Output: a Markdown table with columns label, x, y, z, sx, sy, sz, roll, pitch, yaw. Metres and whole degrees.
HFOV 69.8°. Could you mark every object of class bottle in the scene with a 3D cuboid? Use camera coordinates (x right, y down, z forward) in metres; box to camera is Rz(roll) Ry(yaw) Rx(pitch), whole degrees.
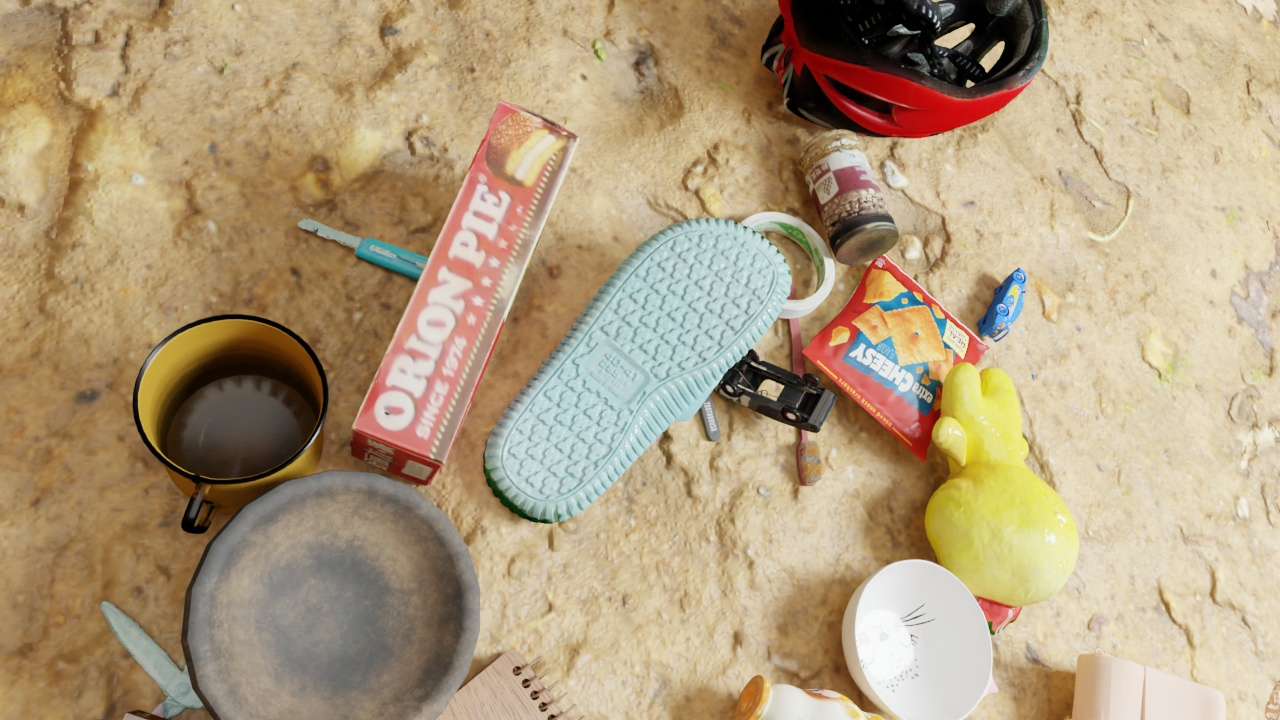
| label | x | y | z | sx | sy | sz | roll | pitch | yaw |
| --- | --- | --- | --- | --- | --- | --- | --- | --- | --- |
| bottle | 0.118 | 0.253 | 0.621 | 0.109 | 0.063 | 0.063 | 30 | 63 | -7 |
| bottle | 0.177 | -0.140 | 0.786 | 0.056 | 0.056 | 0.105 | -5 | 64 | -21 |

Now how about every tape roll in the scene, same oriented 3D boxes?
| label | x | y | z | sx | sy | sz | roll | pitch | yaw |
| --- | --- | --- | --- | --- | --- | --- | --- | --- | --- |
| tape roll | 0.117 | -0.080 | 0.767 | 0.093 | 0.018 | 0.093 | 7 | 63 | -14 |

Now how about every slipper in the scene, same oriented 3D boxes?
| label | x | y | z | sx | sy | sz | roll | pitch | yaw |
| --- | --- | --- | --- | --- | --- | --- | --- | --- | --- |
| slipper | -0.004 | 0.004 | 0.673 | 0.116 | 0.069 | 0.275 | 42 | 78 | 0 |

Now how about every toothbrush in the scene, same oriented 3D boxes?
| label | x | y | z | sx | sy | sz | roll | pitch | yaw |
| --- | --- | --- | --- | --- | --- | --- | --- | --- | --- |
| toothbrush | 0.130 | 0.010 | 0.745 | 0.015 | 0.016 | 0.184 | 4 | 67 | -16 |
| toothbrush | 0.037 | -0.016 | 0.724 | 0.012 | 0.013 | 0.167 | -9 | 76 | -22 |

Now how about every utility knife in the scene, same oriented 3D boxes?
| label | x | y | z | sx | sy | sz | roll | pitch | yaw |
| --- | --- | --- | --- | --- | --- | --- | --- | --- | --- |
| utility knife | -0.176 | -0.071 | 0.667 | 0.148 | 0.015 | 0.022 | 19 | 72 | -10 |

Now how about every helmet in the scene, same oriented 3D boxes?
| label | x | y | z | sx | sy | sz | roll | pitch | yaw |
| --- | --- | --- | --- | --- | --- | --- | --- | --- | --- |
| helmet | 0.237 | -0.297 | 0.813 | 0.271 | 0.167 | 0.217 | -17 | 77 | -24 |

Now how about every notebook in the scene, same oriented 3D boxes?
| label | x | y | z | sx | sy | sz | roll | pitch | yaw |
| --- | --- | --- | --- | --- | --- | --- | --- | --- | --- |
| notebook | -0.074 | 0.307 | 0.556 | 0.168 | 0.022 | 0.210 | -35 | 85 | -26 |

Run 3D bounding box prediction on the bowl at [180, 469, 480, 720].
| label | x | y | z | sx | sy | sz | roll | pitch | yaw |
| --- | --- | --- | --- | --- | --- | --- | --- | --- | --- |
| bowl | -0.181 | 0.149 | 0.536 | 0.162 | 0.070 | 0.162 | 11 | 67 | -29 |

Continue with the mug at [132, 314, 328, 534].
| label | x | y | z | sx | sy | sz | roll | pitch | yaw |
| --- | --- | --- | --- | --- | --- | --- | --- | --- | --- |
| mug | -0.245 | 0.047 | 0.551 | 0.100 | 0.094 | 0.123 | 18 | 64 | -11 |

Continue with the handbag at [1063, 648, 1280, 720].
| label | x | y | z | sx | sy | sz | roll | pitch | yaw |
| --- | --- | --- | --- | --- | --- | --- | --- | --- | --- |
| handbag | 0.394 | 0.284 | 0.637 | 0.116 | 0.188 | 0.198 | 22 | 69 | -18 |

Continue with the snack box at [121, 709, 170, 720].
| label | x | y | z | sx | sy | sz | roll | pitch | yaw |
| --- | --- | --- | --- | --- | --- | --- | --- | --- | --- |
| snack box | -0.208 | 0.270 | 0.495 | 0.186 | 0.032 | 0.100 | 23 | 67 | -8 |

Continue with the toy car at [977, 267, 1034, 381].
| label | x | y | z | sx | sy | sz | roll | pitch | yaw |
| --- | --- | --- | --- | --- | --- | --- | --- | --- | --- |
| toy car | 0.341 | -0.033 | 0.822 | 0.062 | 0.033 | 0.091 | 35 | 63 | 3 |

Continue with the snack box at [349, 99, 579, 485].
| label | x | y | z | sx | sy | sz | roll | pitch | yaw |
| --- | --- | --- | --- | --- | --- | --- | --- | --- | --- |
| snack box | -0.116 | -0.041 | 0.607 | 0.060 | 0.113 | 0.236 | 23 | 71 | -10 |

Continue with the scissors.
| label | x | y | z | sx | sy | sz | roll | pitch | yaw |
| --- | --- | --- | --- | --- | --- | --- | --- | --- | --- |
| scissors | -0.268 | 0.213 | 0.527 | 0.170 | 0.013 | 0.174 | 46 | 62 | 1 |

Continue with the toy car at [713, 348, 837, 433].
| label | x | y | z | sx | sy | sz | roll | pitch | yaw |
| --- | --- | --- | --- | --- | --- | --- | --- | --- | --- |
| toy car | 0.103 | 0.025 | 0.710 | 0.092 | 0.037 | 0.040 | 24 | 62 | 19 |

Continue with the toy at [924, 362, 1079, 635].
| label | x | y | z | sx | sy | sz | roll | pitch | yaw |
| --- | --- | --- | --- | --- | --- | --- | --- | --- | --- |
| toy | 0.281 | 0.104 | 0.720 | 0.133 | 0.092 | 0.207 | 5 | 65 | -32 |

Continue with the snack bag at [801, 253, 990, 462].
| label | x | y | z | sx | sy | sz | roll | pitch | yaw |
| --- | --- | --- | --- | --- | --- | --- | --- | --- | --- |
| snack bag | 0.216 | -0.007 | 0.767 | 0.131 | 0.039 | 0.143 | 42 | 58 | 0 |

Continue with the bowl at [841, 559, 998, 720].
| label | x | y | z | sx | sy | sz | roll | pitch | yaw |
| --- | --- | --- | --- | --- | --- | --- | --- | --- | --- |
| bowl | 0.193 | 0.207 | 0.672 | 0.114 | 0.051 | 0.114 | 7 | 68 | -17 |
